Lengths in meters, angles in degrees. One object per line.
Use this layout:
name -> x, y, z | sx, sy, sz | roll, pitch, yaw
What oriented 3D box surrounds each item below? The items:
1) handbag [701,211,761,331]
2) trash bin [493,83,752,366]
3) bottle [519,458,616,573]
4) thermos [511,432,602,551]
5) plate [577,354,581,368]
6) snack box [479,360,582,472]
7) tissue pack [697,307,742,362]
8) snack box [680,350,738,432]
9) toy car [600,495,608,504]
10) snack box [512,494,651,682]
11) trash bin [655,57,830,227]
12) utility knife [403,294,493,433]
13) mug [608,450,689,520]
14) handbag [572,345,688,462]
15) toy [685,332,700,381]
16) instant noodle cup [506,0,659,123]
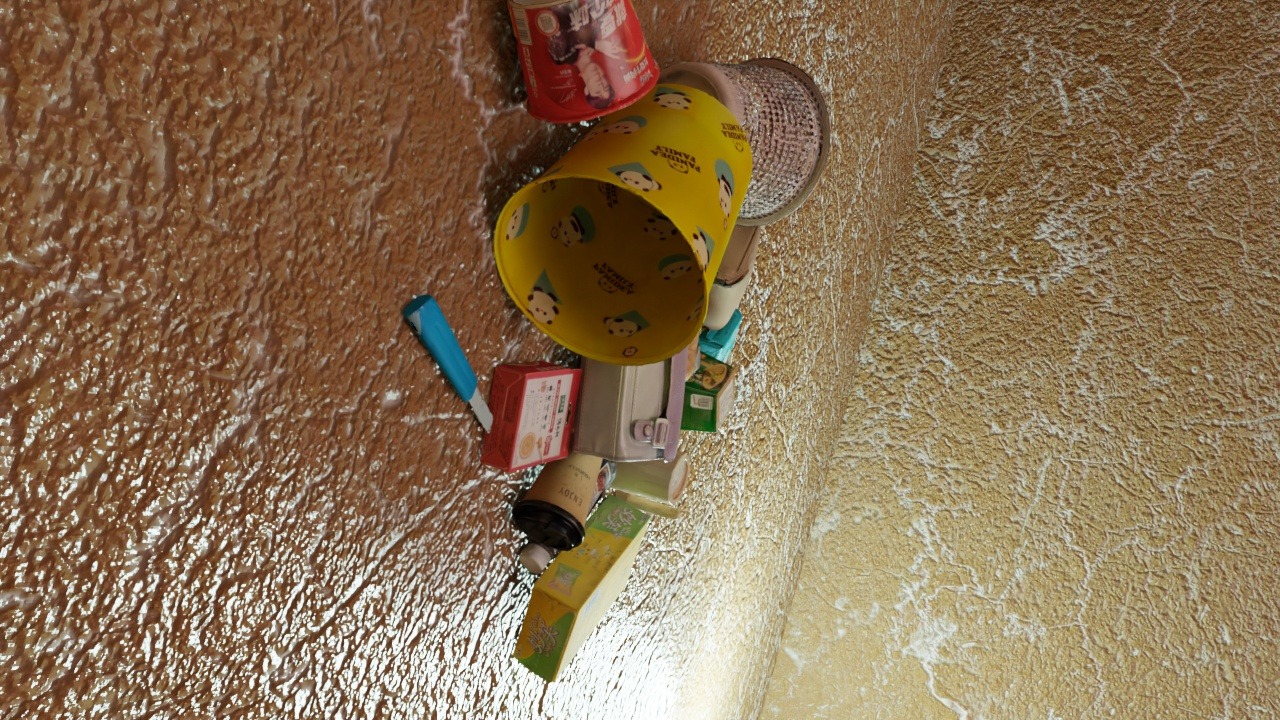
handbag -> 0.123, -0.145, 1.417 | 0.205, 0.100, 0.147 | 97, 11, -66
trash bin -> 0.002, -0.162, 0.997 | 0.254, 0.230, 0.230 | -61, 154, -43
bottle -> -0.094, 0.195, 1.206 | 0.194, 0.044, 0.080 | -54, 152, -39
thermos -> -0.095, 0.162, 1.132 | 0.093, 0.093, 0.142 | 78, 27, -47
plate -> -0.007, 0.007, 1.219 | 0.179, 0.024, 0.179 | 0, 90, -42
snack box -> -0.124, 0.061, 1.052 | 0.127, 0.044, 0.113 | -5, 108, -65
tissue pack -> 0.123, -0.025, 1.535 | 0.093, 0.050, 0.134 | -55, 167, -39
snack box -> 0.090, 0.052, 1.466 | 0.117, 0.106, 0.118 | -51, 146, -44
toy car -> -0.035, 0.237, 1.373 | 0.034, 0.043, 0.091 | -39, 143, -12
snack box -> -0.077, 0.302, 1.232 | 0.209, 0.070, 0.158 | -45, 158, -51
trash bin -> 0.102, -0.291, 1.183 | 0.191, 0.228, 0.227 | -7, 110, -53
utility knife -> -0.182, 0.011, 0.915 | 0.214, 0.018, 0.034 | 72, 38, -51
mug -> 0.011, 0.178, 1.361 | 0.084, 0.104, 0.125 | -48, 144, -48
handbag -> -0.001, 0.023, 1.131 | 0.144, 0.099, 0.197 | 4, 92, -55
toy -> 0.051, -0.075, 1.333 | 0.143, 0.082, 0.226 | -60, 155, -72
instant noodle cup -> -0.059, -0.307, 0.875 | 0.137, 0.138, 0.109 | -57, 143, -38
